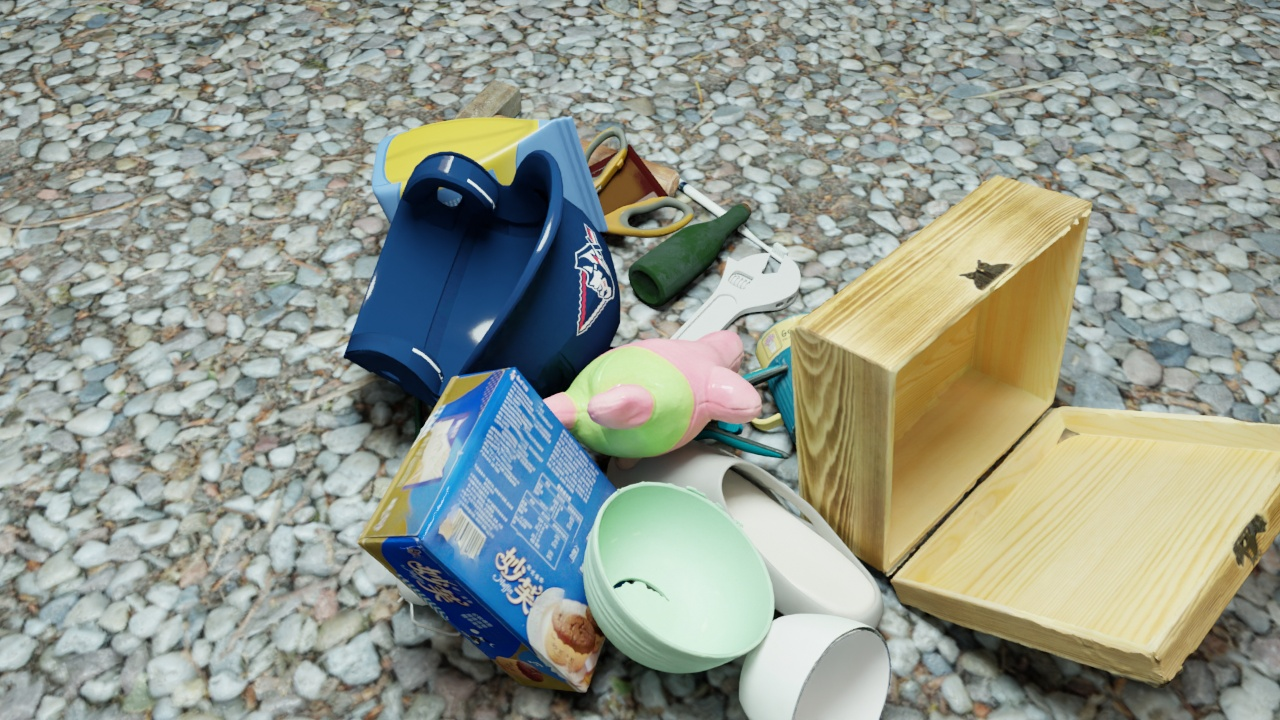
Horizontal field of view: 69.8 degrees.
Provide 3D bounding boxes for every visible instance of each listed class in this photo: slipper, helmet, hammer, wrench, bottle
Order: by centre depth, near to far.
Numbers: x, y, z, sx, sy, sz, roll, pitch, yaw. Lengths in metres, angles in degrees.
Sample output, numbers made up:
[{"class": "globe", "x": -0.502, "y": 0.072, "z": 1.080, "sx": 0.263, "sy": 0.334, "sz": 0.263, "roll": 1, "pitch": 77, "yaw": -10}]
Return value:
[{"class": "slipper", "x": 0.093, "y": 0.126, "z": 0.772, "sx": 0.266, "sy": 0.081, "sz": 0.112, "roll": 35, "pitch": 42, "yaw": 25}, {"class": "helmet", "x": -0.121, "y": -0.062, "z": 0.822, "sx": 0.223, "sy": 0.273, "sz": 0.231, "roll": 20, "pitch": 62, "yaw": -17}, {"class": "wrench", "x": 0.076, "y": -0.030, "z": 0.959, "sx": 0.087, "sy": 0.018, "sz": 0.272, "roll": 30, "pitch": 56, "yaw": 22}, {"class": "bottle", "x": 0.063, "y": -0.126, "z": 1.013, "sx": 0.055, "sy": 0.055, "sz": 0.173, "roll": 35, "pitch": 57, "yaw": 25}, {"class": "hammer", "x": -0.094, "y": -0.254, "z": 1.130, "sx": 0.301, "sy": 0.037, "sz": 0.157, "roll": 21, "pitch": 52, "yaw": 16}]

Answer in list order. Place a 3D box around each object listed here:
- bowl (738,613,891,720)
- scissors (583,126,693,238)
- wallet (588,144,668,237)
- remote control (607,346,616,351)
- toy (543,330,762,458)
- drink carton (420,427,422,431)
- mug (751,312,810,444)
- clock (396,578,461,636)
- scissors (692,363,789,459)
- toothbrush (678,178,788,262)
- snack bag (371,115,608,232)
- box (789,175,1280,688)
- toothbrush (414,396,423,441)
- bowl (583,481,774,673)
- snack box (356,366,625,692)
[{"class": "bowl", "x": 0.124, "y": 0.238, "z": 0.674, "sx": 0.116, "sy": 0.116, "sz": 0.066, "roll": -38, "pitch": 32, "yaw": -28}, {"class": "scissors", "x": -0.057, "y": -0.179, "z": 1.041, "sx": 0.225, "sy": 0.016, "sz": 0.216, "roll": -10, "pitch": 66, "yaw": 3}, {"class": "wallet", "x": -0.038, "y": -0.191, "z": 1.061, "sx": 0.115, "sy": 0.018, "sz": 0.091, "roll": -32, "pitch": 68, "yaw": -6}, {"class": "remote control", "x": -0.005, "y": 0.005, "z": 0.914, "sx": 0.140, "sy": 0.009, "sz": 0.030, "roll": 14, "pitch": 52, "yaw": 21}, {"class": "toy", "x": 0.019, "y": 0.024, "z": 0.788, "sx": 0.192, "sy": 0.097, "sz": 0.236, "roll": -3, "pitch": 14, "yaw": 40}, {"class": "drink carton", "x": -0.135, "y": 0.087, "z": 0.825, "sx": 0.122, "sy": 0.059, "sz": 0.040, "roll": 3, "pitch": 50, "yaw": 1}, {"class": "mug", "x": 0.151, "y": 0.027, "z": 0.880, "sx": 0.114, "sy": 0.083, "sz": 0.107, "roll": -26, "pitch": 53, "yaw": 14}, {"class": "clock", "x": -0.145, "y": 0.160, "z": 0.765, "sx": 0.096, "sy": 0.048, "sz": 0.137, "roll": 14, "pitch": 57, "yaw": 10}, {"class": "scissors", "x": 0.081, "y": 0.045, "z": 0.854, "sx": 0.154, "sy": 0.019, "sz": 0.124, "roll": 30, "pitch": 87, "yaw": 28}, {"class": "toothbrush", "x": 0.104, "y": -0.169, "z": 1.077, "sx": 0.012, "sy": 0.017, "sz": 0.187, "roll": -24, "pitch": 53, "yaw": -38}, {"class": "snack bag", "x": -0.150, "y": -0.169, "z": 0.954, "sx": 0.205, "sy": 0.159, "sz": 0.102, "roll": -11, "pitch": 50, "yaw": 6}, {"class": "box", "x": 0.332, "y": 0.073, "z": 0.736, "sx": 0.278, "sy": 0.284, "sz": 0.324, "roll": -36, "pitch": 47, "yaw": -28}, {"class": "toothbrush", "x": -0.213, "y": 0.067, "z": 0.867, "sx": 0.017, "sy": 0.016, "sz": 0.189, "roll": -6, "pitch": 50, "yaw": -10}, {"class": "bowl", "x": 0.018, "y": 0.172, "z": 0.689, "sx": 0.151, "sy": 0.077, "sz": 0.150, "roll": 22, "pitch": 37, "yaw": -18}, {"class": "snack box", "x": -0.092, "y": 0.130, "z": 0.694, "sx": 0.069, "sy": 0.203, "sz": 0.154, "roll": -10, "pitch": 42, "yaw": 33}]
